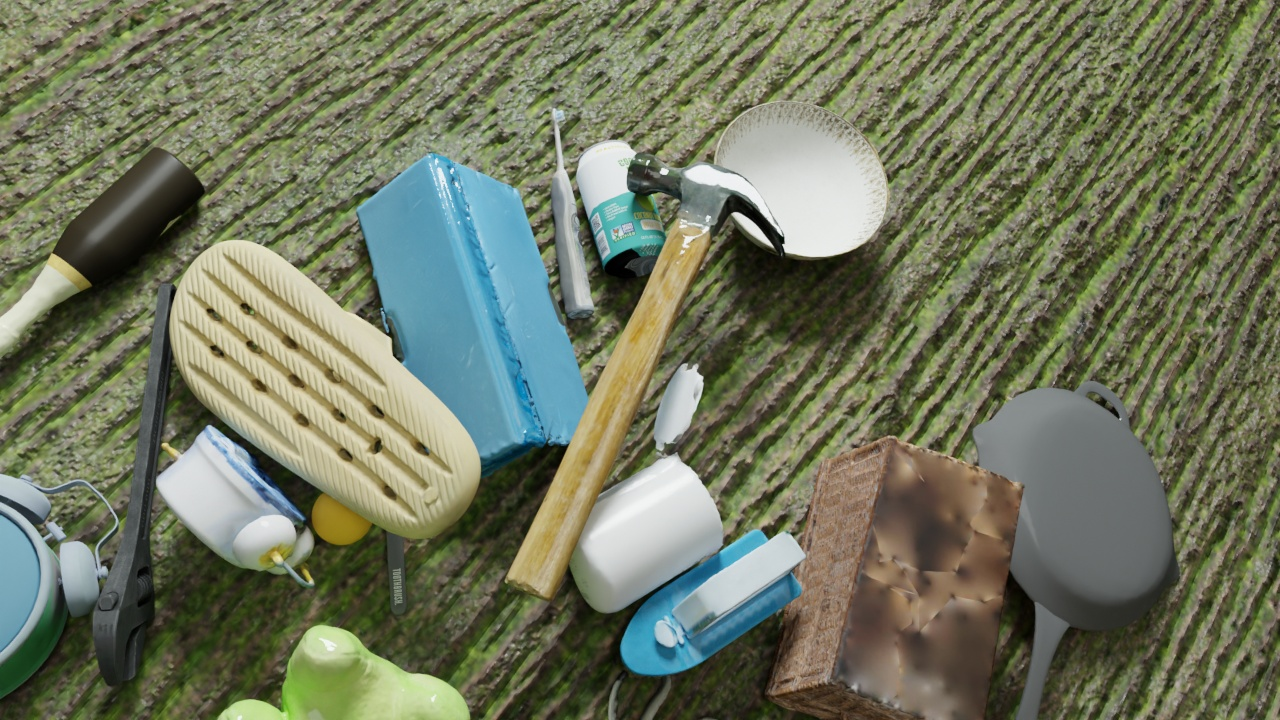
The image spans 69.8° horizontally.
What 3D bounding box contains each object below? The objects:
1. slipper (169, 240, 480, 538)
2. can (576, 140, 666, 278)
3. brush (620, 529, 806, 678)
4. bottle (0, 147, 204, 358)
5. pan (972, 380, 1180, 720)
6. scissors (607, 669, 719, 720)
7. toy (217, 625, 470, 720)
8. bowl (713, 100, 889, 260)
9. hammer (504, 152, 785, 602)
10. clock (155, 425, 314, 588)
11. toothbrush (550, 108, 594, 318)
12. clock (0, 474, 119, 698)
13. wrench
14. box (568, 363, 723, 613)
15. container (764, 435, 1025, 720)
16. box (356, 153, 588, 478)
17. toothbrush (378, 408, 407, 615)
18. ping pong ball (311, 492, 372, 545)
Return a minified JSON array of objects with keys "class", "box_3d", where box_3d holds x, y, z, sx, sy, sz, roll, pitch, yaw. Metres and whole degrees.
[{"class":"slipper","box_3d":[-0.210,0.023,0.626,0.261,0.079,0.111,37,90,14]},{"class":"can","box_3d":[-0.015,-0.120,0.730,0.055,0.055,0.101,-12,74,-16]},{"class":"brush","box_3d":[0.046,0.168,0.623,0.135,0.075,0.055,-27,69,-23]},{"class":"bottle","box_3d":[-0.388,-0.072,0.641,0.045,0.045,0.184,35,68,2]},{"class":"pan","box_3d":[0.325,0.159,0.692,0.216,0.024,0.353,34,63,-9]},{"class":"scissors","box_3d":[-0.017,0.273,0.613,0.164,0.013,0.150,-7,71,-14]},{"class":"toy","box_3d":[-0.193,0.264,0.539,0.150,0.107,0.196,36,75,-22]},{"class":"bowl","box_3d":[0.124,-0.137,0.760,0.145,0.063,0.145,4,71,-11]},{"class":"hammer","box_3d":[-0.004,0.004,0.624,0.132,0.033,0.329,18,70,18]},{"class":"clock","box_3d":[-0.251,0.098,0.587,0.125,0.089,0.052,43,73,7]},{"class":"toothbrush","box_3d":[-0.060,-0.122,0.740,0.024,0.022,0.185,-13,71,15]},{"class":"clock","box_3d":[-0.401,0.135,0.555,0.122,0.076,0.161,46,56,7]},{"class":"wrench","box_3d":[-0.324,0.070,0.600,0.018,0.073,0.272,0,65,-12]},{"class":"box","box_3d":[0.004,0.086,0.641,0.146,0.084,0.136,-25,87,-20]},{"class":"container","box_3d":[0.177,0.160,0.640,0.114,0.113,0.198,20,67,-4]},{"class":"box","box_3d":[-0.119,-0.026,0.690,0.094,0.112,0.231,-29,72,27]},{"class":"toothbrush","box_3d":[-0.175,0.094,0.646,0.013,0.013,0.167,-4,74,-13]},{"class":"ping pong ball","box_3d":[-0.201,0.104,0.620,0.040,0.040,0.040,4,70,-10]}]
